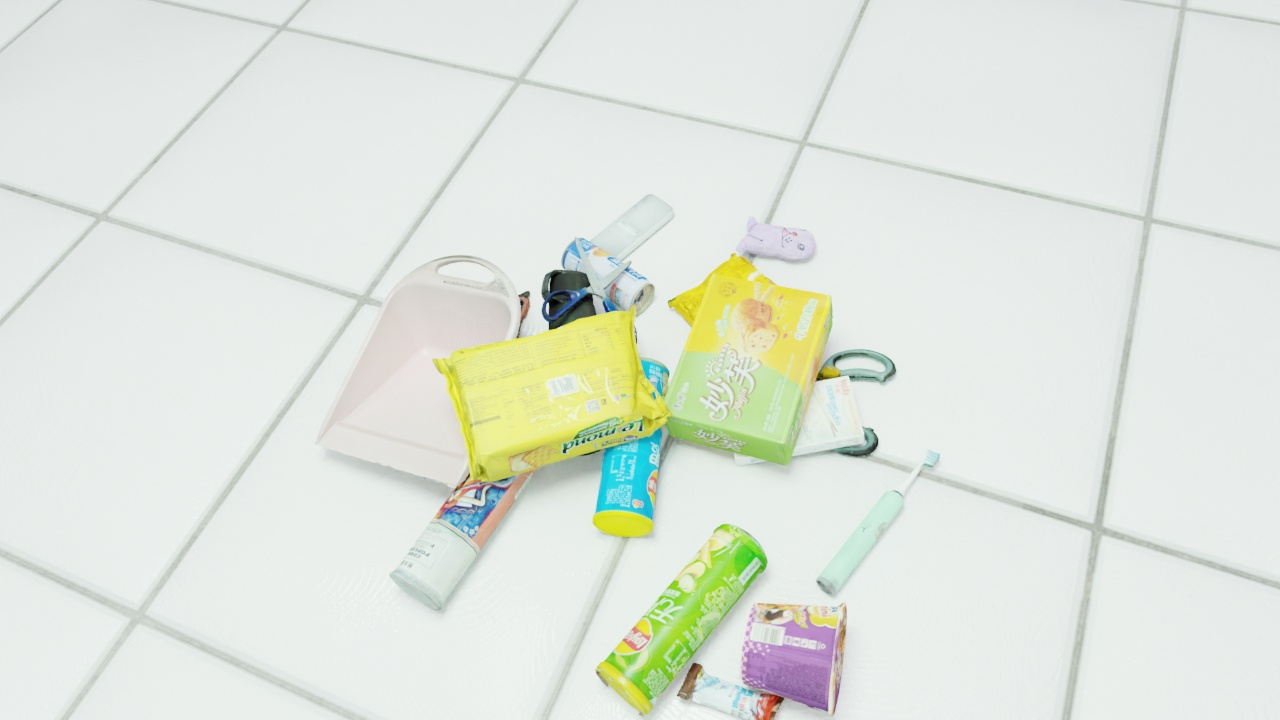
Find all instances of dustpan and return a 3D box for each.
[{"bbox_3d":[-0.268,-0.003,1.142,0.223,0.139,0.272,10,43,21],"label":"dustpan"}]

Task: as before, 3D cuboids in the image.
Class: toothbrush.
[{"bbox_3d":[0.277,0.182,1.060,0.027,0.026,0.224,22,58,44],"label":"toothbrush"},{"bbox_3d":[0.162,0.010,1.179,0.190,0.017,0.015,6,55,17],"label":"toothbrush"}]

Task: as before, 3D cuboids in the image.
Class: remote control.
[{"bbox_3d":[-0.013,-0.192,1.343,0.056,0.020,0.135,37,66,25],"label":"remote control"}]

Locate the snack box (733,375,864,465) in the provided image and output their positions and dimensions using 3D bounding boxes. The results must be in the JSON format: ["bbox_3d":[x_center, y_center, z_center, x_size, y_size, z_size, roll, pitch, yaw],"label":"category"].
[{"bbox_3d":[0.187,0.074,1.125,0.157,0.027,0.084,-11,59,7],"label":"snack box"}]

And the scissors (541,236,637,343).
[{"bbox_3d":[-0.061,-0.085,1.188,0.162,0.012,0.173,-16,75,-34],"label":"scissors"}]

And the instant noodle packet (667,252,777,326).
[{"bbox_3d":[0.117,-0.079,1.240,0.128,0.044,0.111,-36,59,-17],"label":"instant noodle packet"}]

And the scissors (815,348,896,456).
[{"bbox_3d":[0.249,0.055,1.153,0.170,0.019,0.180,-10,57,-1],"label":"scissors"}]

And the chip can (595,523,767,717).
[{"bbox_3d":[0.050,0.274,0.992,0.072,0.073,0.220,35,66,25],"label":"chip can"}]

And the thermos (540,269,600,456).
[{"bbox_3d":[-0.094,-0.004,1.172,0.069,0.090,0.242,-25,56,32],"label":"thermos"}]

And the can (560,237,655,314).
[{"bbox_3d":[-0.045,-0.118,1.276,0.134,0.053,0.053,35,66,25],"label":"can"}]

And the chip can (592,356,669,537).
[{"bbox_3d":[-0.009,0.102,1.108,0.071,0.071,0.209,3,59,8],"label":"chip can"}]

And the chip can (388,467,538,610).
[{"bbox_3d":[-0.200,0.183,1.079,0.071,0.071,0.214,24,61,20],"label":"chip can"}]

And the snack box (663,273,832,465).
[{"bbox_3d":[0.133,0.007,1.119,0.158,0.070,0.209,13,65,20],"label":"snack box"}]

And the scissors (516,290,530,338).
[{"bbox_3d":[-0.158,-0.007,1.235,0.226,0.015,0.189,-31,59,-15],"label":"scissors"}]

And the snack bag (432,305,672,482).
[{"bbox_3d":[-0.101,0.035,1.057,0.246,0.068,0.158,-16,71,-7],"label":"snack bag"}]

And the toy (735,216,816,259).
[{"bbox_3d":[0.195,-0.170,1.297,0.108,0.039,0.083,9,46,13],"label":"toy"}]

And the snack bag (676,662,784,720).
[{"bbox_3d":[0.094,0.354,0.963,0.104,0.026,0.048,20,48,17],"label":"snack bag"}]

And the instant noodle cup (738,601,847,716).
[{"bbox_3d":[0.158,0.301,0.950,0.099,0.112,0.111,4,56,19],"label":"instant noodle cup"}]
